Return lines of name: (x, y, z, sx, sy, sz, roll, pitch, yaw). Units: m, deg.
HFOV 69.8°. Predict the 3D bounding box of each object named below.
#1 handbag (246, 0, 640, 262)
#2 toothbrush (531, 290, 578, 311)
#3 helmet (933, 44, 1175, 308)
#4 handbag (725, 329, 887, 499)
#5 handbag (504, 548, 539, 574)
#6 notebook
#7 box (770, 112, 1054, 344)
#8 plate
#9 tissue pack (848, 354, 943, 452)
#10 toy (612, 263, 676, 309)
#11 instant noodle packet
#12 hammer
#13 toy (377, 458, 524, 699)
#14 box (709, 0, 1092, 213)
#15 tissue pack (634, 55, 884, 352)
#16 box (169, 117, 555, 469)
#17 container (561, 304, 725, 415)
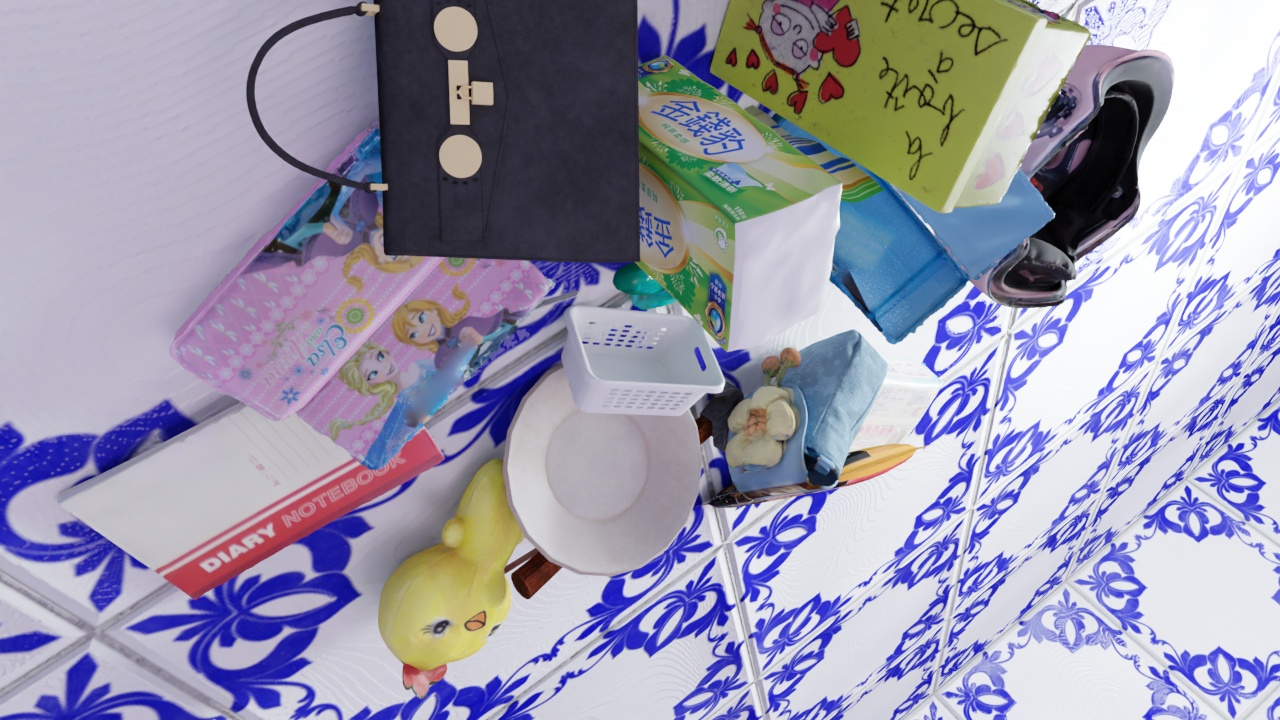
handbag: (-0.104, -0.139, 0.489, 0.195, 0.072, 0.176, -5, 99, -27)
toothbrush: (-0.129, -0.022, 0.618, 0.181, 0.010, 0.010, -17, 141, 1)
helmet: (0.378, -0.185, 0.873, 0.229, 0.152, 0.256, 10, 116, -45)
handbag: (0.158, 0.046, 0.905, 0.118, 0.122, 0.191, 44, 59, -16)
handbag: (-0.106, 0.166, 0.866, 0.120, 0.029, 0.055, -44, 120, 11)
notebook: (-0.254, 0.080, 0.637, 0.208, 0.012, 0.153, -29, 142, -9)
box: (0.204, -0.138, 0.747, 0.175, 0.033, 0.231, -41, 115, 16)
plate: (-0.033, 0.088, 0.788, 0.188, 0.027, 0.188, 2, 85, -29)
tissue pack: (0.264, 0.049, 1.068, 0.181, 0.070, 0.112, 5, 122, -43)
toy: (0.056, -0.068, 0.738, 0.131, 0.072, 0.193, -34, 163, 32)
instant noodle packet: (0.186, 0.128, 1.009, 0.159, 0.032, 0.221, -11, 172, -37)
hammer: (-0.003, 0.116, 0.858, 0.299, 0.028, 0.111, -37, 144, -32)
toy: (-0.156, 0.182, 0.789, 0.207, 0.092, 0.133, -57, 149, 1)
box: (0.155, -0.199, 0.592, 0.080, 0.221, 0.125, -10, 134, -37)
tissue pack: (0.063, -0.118, 0.603, 0.141, 0.197, 0.120, -24, 146, -21)
box: (-0.148, -0.045, 0.569, 0.230, 0.035, 0.159, -46, 122, 3)
container: (-0.004, 0.004, 0.748, 0.129, 0.080, 0.050, 4, 139, -30)
